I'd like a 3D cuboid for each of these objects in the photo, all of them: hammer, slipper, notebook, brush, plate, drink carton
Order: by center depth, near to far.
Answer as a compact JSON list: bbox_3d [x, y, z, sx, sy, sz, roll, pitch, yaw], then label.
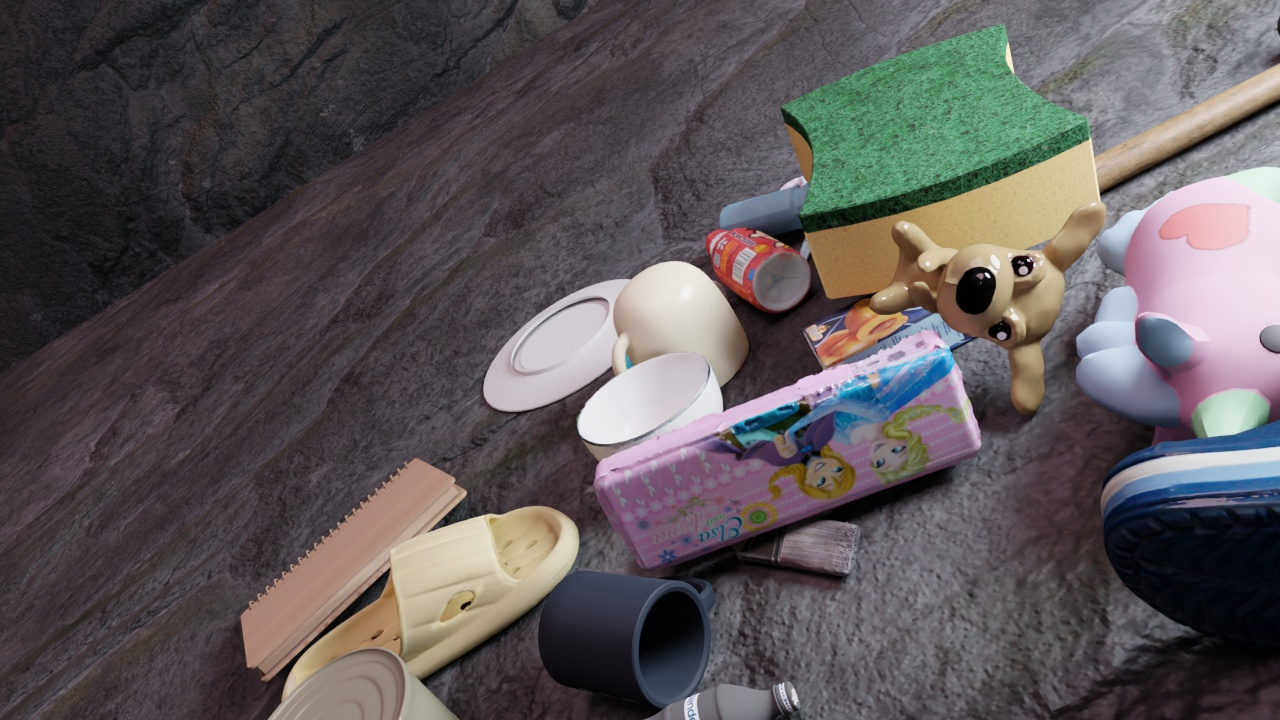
[{"bbox_3d":[0.318,0.045,0.371,0.253,0.105,0.095,-13,41,17],"label":"slipper"},{"bbox_3d":[0.077,0.116,0.601,0.152,0.012,0.038,-3,40,44],"label":"brush"},{"bbox_3d":[0.191,-0.027,0.674,0.130,0.040,0.064,-29,30,8],"label":"drink carton"},{"bbox_3d":[0.400,-0.168,0.690,0.322,0.040,0.129,-28,33,12],"label":"hammer"},{"bbox_3d":[-0.172,0.178,0.692,0.261,0.079,0.111,-35,25,-1],"label":"slipper"},{"bbox_3d":[0.222,-0.164,0.728,0.195,0.075,0.249,-17,33,16],"label":"brush"},{"bbox_3d":[-0.258,0.171,0.808,0.210,0.022,0.169,-44,18,-18],"label":"notebook"},{"bbox_3d":[-0.081,-0.024,0.970,0.209,0.015,0.208,-25,30,15],"label":"plate"}]

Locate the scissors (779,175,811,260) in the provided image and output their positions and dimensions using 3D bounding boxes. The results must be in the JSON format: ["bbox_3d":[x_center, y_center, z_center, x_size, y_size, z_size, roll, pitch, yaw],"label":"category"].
[{"bbox_3d":[0.162,-0.140,0.910,0.105,0.016,0.178,-11,39,35],"label":"scissors"}]

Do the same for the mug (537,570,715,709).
[{"bbox_3d":[0.001,0.161,0.562,0.078,0.071,0.104,-5,13,41],"label":"mug"}]

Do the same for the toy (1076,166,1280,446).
[{"bbox_3d":[0.308,-0.032,0.504,0.171,0.120,0.222,-20,31,4],"label":"toy"}]

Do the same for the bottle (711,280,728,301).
[{"bbox_3d":[0.035,-0.064,0.888,0.041,0.041,0.116,-43,30,-17],"label":"bottle"}]

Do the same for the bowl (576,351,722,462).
[{"bbox_3d":[0.014,0.051,0.706,0.113,0.063,0.113,-24,24,12],"label":"bowl"}]

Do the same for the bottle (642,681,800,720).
[{"bbox_3d":[0.033,0.199,0.492,0.110,0.036,0.036,-26,29,13],"label":"bottle"}]

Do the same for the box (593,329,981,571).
[{"bbox_3d":[0.089,0.047,0.602,0.231,0.086,0.105,-22,23,11],"label":"box"}]

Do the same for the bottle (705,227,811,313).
[{"bbox_3d":[0.099,-0.091,0.843,0.062,0.062,0.137,-35,30,-3],"label":"bottle"}]

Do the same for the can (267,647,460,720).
[{"bbox_3d":[-0.178,0.257,0.578,0.128,0.073,0.127,-25,30,15],"label":"can"}]

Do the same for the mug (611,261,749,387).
[{"bbox_3d":[0.021,-0.023,0.778,0.120,0.100,0.096,-45,31,-20],"label":"mug"}]

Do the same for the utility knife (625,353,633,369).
[{"bbox_3d":[-0.005,0.005,0.851,0.022,0.015,0.124,13,39,-4],"label":"utility knife"}]

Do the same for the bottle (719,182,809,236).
[{"bbox_3d":[0.139,-0.145,0.885,0.130,0.040,0.040,-10,36,37],"label":"bottle"}]

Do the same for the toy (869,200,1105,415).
[{"bbox_3d":[0.209,-0.045,0.575,0.108,0.105,0.134,24,105,39],"label":"toy"}]
